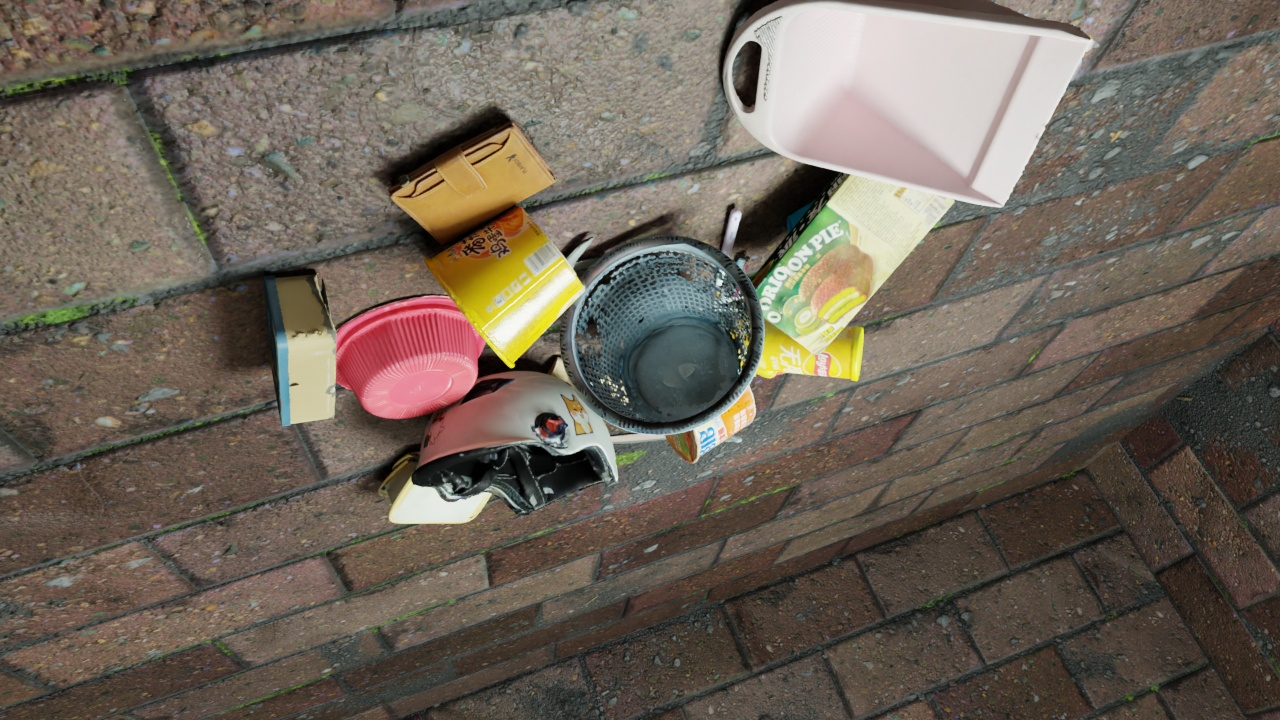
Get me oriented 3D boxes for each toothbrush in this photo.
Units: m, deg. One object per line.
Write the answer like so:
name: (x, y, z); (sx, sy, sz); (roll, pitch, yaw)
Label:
toothbrush: (0.124, -0.086, 1.240); (0.017, 0.016, 0.188); (9, 152, 0)
toothbrush: (0.105, -0.127, 1.141); (0.029, 0.021, 0.189); (6, 151, 0)

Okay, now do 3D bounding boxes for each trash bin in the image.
trash bin: (0.036, -0.009, 1.088); (0.226, 0.226, 0.195); (-25, 164, 3)

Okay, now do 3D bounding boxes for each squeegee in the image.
squeegee: (0.073, 0.115, 1.480); (0.247, 0.040, 0.250); (0, 177, -39)

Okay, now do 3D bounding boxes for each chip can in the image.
chip can: (0.186, -0.019, 1.222); (0.213, 0.072, 0.072); (6, 160, 17)

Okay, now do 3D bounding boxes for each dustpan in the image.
dustpan: (0.219, -0.231, 0.834); (0.138, 0.273, 0.223); (-43, 156, -19)

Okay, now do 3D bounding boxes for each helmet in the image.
helmet: (-0.160, 0.093, 1.187); (0.273, 0.156, 0.231); (20, 145, -41)

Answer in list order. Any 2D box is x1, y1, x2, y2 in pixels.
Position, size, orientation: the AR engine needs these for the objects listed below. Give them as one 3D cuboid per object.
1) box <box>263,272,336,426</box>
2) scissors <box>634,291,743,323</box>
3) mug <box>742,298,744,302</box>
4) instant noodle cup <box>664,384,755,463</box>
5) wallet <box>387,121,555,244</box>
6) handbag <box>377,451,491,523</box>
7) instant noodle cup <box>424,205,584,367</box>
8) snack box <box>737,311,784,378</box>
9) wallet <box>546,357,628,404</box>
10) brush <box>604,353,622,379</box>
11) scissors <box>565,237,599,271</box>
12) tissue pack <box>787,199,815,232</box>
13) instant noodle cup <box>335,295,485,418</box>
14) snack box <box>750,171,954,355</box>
box: (-0.341, -0.012, 0.922); (0.059, 0.089, 0.185); (-10, 149, -23)
scissors: (0.056, -0.066, 1.200); (0.157, 0.012, 0.165); (-33, 144, 32)
mug: (0.211, -0.085, 1.257); (0.125, 0.084, 0.103); (-7, 163, 33)
instant noodle cup: (0.092, 0.061, 1.355); (0.111, 0.151, 0.152); (-25, 155, -17)
wallet: (-0.157, -0.167, 0.846); (0.131, 0.035, 0.119); (-27, 160, 8)
handbag: (-0.278, 0.158, 1.341); (0.163, 0.063, 0.179); (11, 123, -50)
instant noodle cup: (-0.130, -0.080, 0.915); (0.109, 0.138, 0.138); (-39, 154, -4)
snack box: (0.176, -0.019, 1.314); (0.080, 0.091, 0.082); (9, 108, -62)
wallet: (-0.074, 0.038, 1.255); (0.115, 0.024, 0.087); (19, 142, -14)
brush: (-0.007, 0.007, 1.260); (0.073, 0.055, 0.144); (2, 148, -39)
scissors: (-0.121, -0.081, 1.048); (0.170, 0.019, 0.180); (-13, 151, -22)
tissue pack: (0.253, -0.168, 1.134); (0.140, 0.063, 0.090); (-29, 152, 12)
instant noodle cup: (-0.260, 0.008, 1.051); (0.193, 0.065, 0.194); (-17, 153, -9)
snack box: (0.237, -0.132, 1.065); (0.114, 0.063, 0.241); (34, 112, -9)
